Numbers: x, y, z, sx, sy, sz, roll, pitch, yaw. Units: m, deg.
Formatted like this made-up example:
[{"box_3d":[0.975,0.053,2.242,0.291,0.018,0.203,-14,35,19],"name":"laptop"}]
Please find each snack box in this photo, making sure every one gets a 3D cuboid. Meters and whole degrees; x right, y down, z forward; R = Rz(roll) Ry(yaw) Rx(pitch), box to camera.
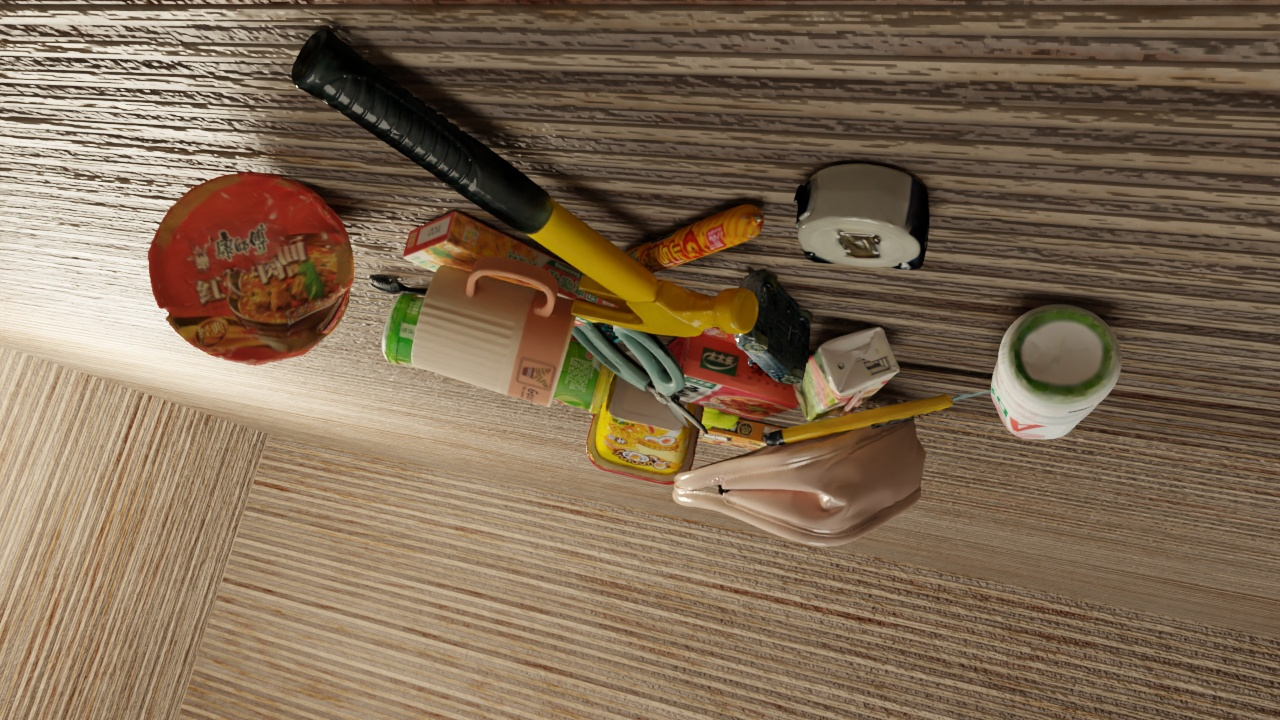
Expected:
[{"box_3d":[-0.096,-0.067,0.710,0.155,0.027,0.077,23,163,-34],"name":"snack box"},{"box_3d":[0.107,0.089,1.153,0.154,0.026,0.075,11,166,9],"name":"snack box"},{"box_3d":[0.081,0.014,0.833,0.113,0.044,0.127,15,166,-9],"name":"snack box"}]

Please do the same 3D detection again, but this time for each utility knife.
[{"box_3d":[0.207,0.044,0.744,0.216,0.015,0.033,-14,170,11],"name":"utility knife"}]

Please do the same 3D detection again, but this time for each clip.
[{"box_3d":[-0.029,-0.023,0.855,0.047,0.014,0.057,16,168,-10],"name":"clip"}]

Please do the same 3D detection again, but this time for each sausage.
[{"box_3d":[0.027,-0.073,0.581,0.021,0.021,0.165,20,165,-26],"name":"sausage"}]

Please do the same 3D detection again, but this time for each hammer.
[{"box_3d":[-0.063,-0.086,0.535,0.129,0.032,0.300,1,157,45],"name":"hammer"}]

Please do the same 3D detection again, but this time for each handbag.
[{"box_3d":[0.134,0.109,0.880,0.235,0.093,0.192,-8,-177,41],"name":"handbag"}]

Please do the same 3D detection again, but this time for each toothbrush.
[{"box_3d":[-0.161,-0.059,0.834,0.189,0.014,0.018,10,155,12],"name":"toothbrush"}]

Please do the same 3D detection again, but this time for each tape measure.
[{"box_3d":[0.114,-0.073,0.474,0.066,0.033,0.066,5,165,23],"name":"tape measure"}]

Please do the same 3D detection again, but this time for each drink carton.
[{"box_3d":[0.161,0.015,0.729,0.053,0.045,0.122,-19,166,-5],"name":"drink carton"}]

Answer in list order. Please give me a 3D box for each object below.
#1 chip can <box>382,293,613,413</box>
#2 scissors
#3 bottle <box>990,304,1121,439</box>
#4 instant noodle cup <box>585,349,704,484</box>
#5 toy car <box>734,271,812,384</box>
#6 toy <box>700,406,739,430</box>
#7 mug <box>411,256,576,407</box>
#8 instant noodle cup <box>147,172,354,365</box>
[{"box_3d":[-0.137,-0.008,0.892,0.221,0.072,0.073,15,167,-5],"name":"chip can"},{"box_3d":[-0.006,0.005,0.816,0.171,0.019,0.177,24,159,37],"name":"scissors"},{"box_3d":[0.277,0.020,0.632,0.068,0.068,0.197,8,168,19],"name":"bottle"},{"box_3d":[0.008,0.054,0.947,0.116,0.115,0.124,13,155,2],"name":"instant noodle cup"},{"box_3d":[0.093,-0.021,0.659,0.037,0.054,0.120,4,163,28],"name":"toy car"},{"box_3d":[0.064,0.064,1.082,0.096,0.031,0.100,23,160,-25],"name":"toy"},{"box_3d":[-0.102,-0.028,0.665,0.106,0.081,0.115,16,139,-5],"name":"mug"},{"box_3d":[-0.284,-0.064,0.698,0.138,0.138,0.109,15,175,-10],"name":"instant noodle cup"}]
